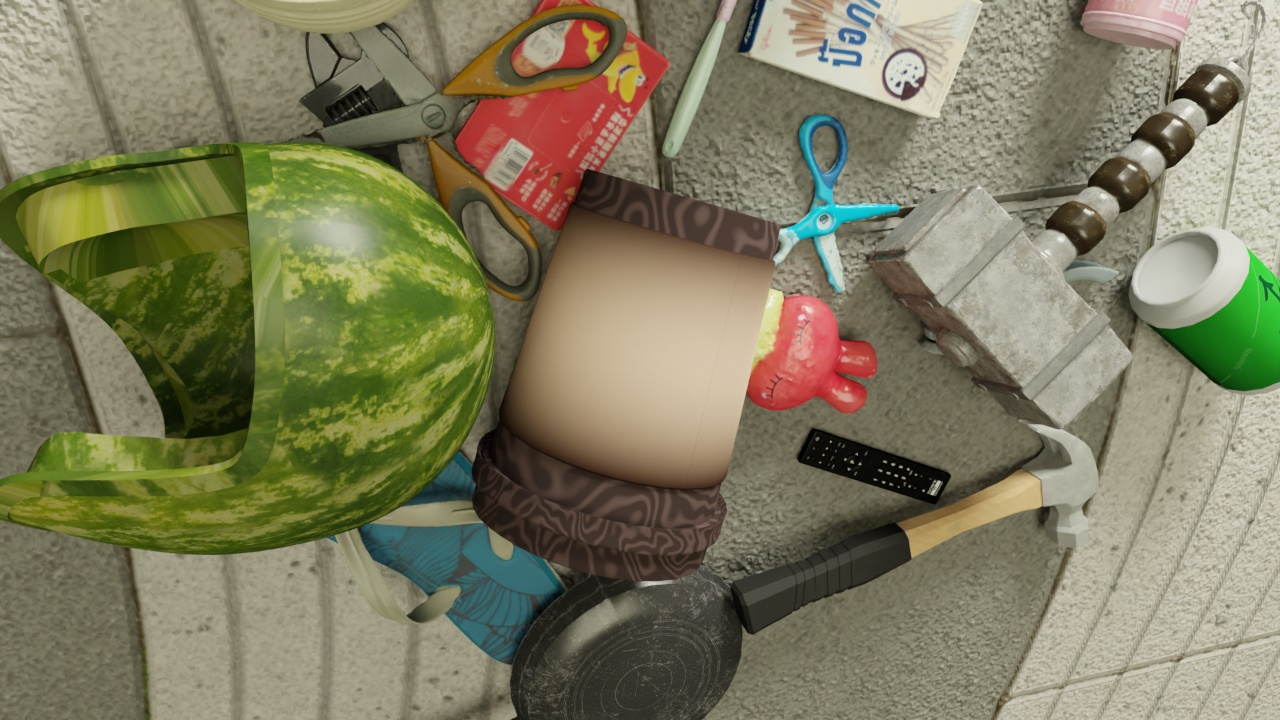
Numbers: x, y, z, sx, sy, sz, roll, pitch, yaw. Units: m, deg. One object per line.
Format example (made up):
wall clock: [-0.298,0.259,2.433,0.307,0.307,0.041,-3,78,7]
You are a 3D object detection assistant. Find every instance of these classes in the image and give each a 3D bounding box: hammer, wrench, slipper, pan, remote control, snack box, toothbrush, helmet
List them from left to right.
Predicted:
helmet: [-0.200,-0.006,0.507,0.247,0.213,0.243,-16,158,8]
wrench: [-0.156,-0.088,0.602,0.073,0.018,0.273,-15,115,-7]
slipper: [-0.149,0.136,0.670,0.118,0.060,0.295,-40,115,1]
pan: [-0.073,0.284,0.735,0.356,0.040,0.208,-25,122,-10]
snack box: [-0.054,-0.162,0.593,0.089,0.021,0.133,31,101,-22]
toothbrush: [0.047,-0.207,0.603,0.022,0.015,0.155,26,106,10]
snack box: [0.147,-0.223,0.614,0.150,0.026,0.082,13,108,-18]
remote control: [0.195,0.089,0.759,0.140,0.009,0.030,18,106,-19]
hammer: [0.230,0.144,0.761,0.328,0.039,0.131,-20,114,-10]
hammer: [0.338,-0.119,0.661,0.326,0.079,0.177,-45,98,0]

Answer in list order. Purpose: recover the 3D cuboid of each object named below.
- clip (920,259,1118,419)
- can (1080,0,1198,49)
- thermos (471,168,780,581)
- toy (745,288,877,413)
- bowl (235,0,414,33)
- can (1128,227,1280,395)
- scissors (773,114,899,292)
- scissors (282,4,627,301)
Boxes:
clip: [0.321,-0.009,0.742,0.164,0.032,0.165,-39,114,3]
can: [0.347,-0.258,0.626,0.067,0.067,0.076,9,108,-17]
thermos: [-0.004,0.003,0.599,0.172,0.172,0.226,12,101,-18]
toy: [0.114,-0.003,0.683,0.135,0.045,0.092,24,106,-15]
bowl: [-0.169,-0.237,0.493,0.150,0.075,0.150,1,77,-4]
can: [0.465,-0.038,0.730,0.140,0.087,0.088,32,101,-22]
scissors: [0.125,-0.110,0.663,0.134,0.011,0.140,-9,112,-7]
scissors: [-0.106,-0.137,0.570,0.225,0.016,0.230,-17,111,-3]
